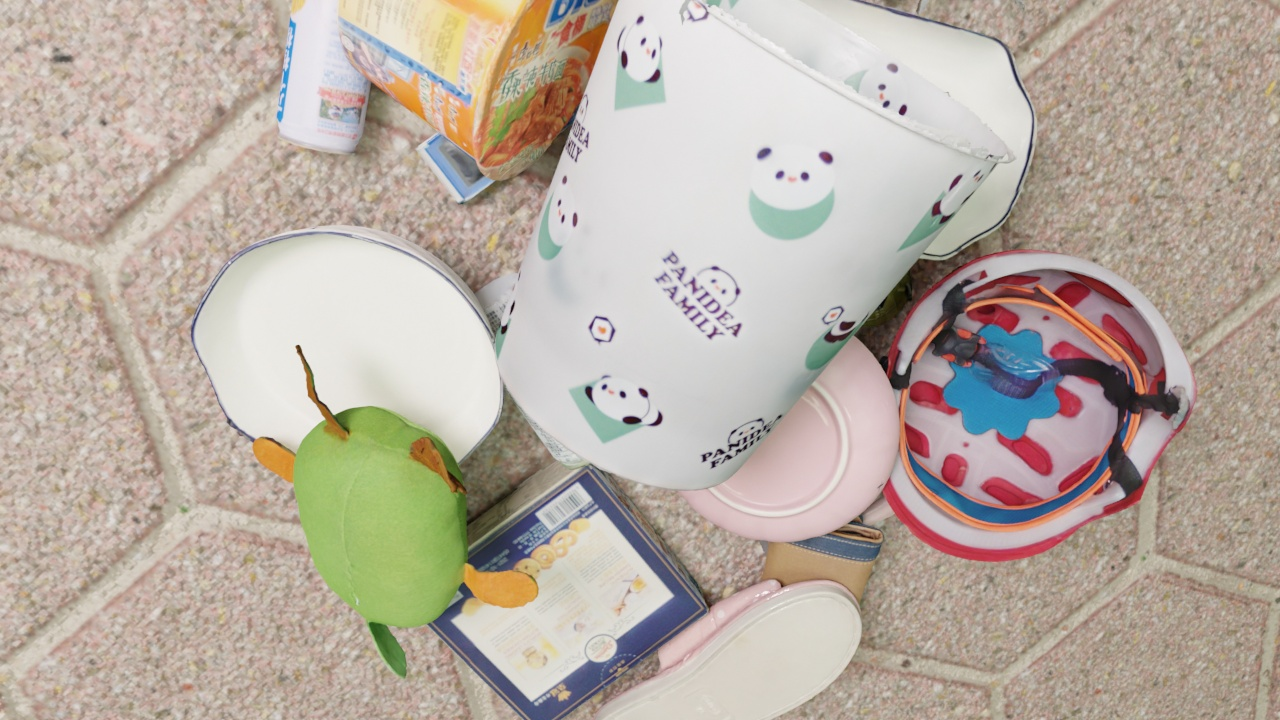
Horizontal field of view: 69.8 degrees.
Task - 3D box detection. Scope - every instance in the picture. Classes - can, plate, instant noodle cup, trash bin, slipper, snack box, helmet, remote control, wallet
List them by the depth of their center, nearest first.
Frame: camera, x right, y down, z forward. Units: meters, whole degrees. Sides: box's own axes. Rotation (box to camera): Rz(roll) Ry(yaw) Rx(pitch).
[{"bbox_3d":[0.043,-0.074,0.542,0.229,0.229,0.252,20,120,-19],"label":"trash bin"},{"bbox_3d":[-0.097,-0.200,0.545,0.111,0.151,0.151,32,100,8],"label":"instant noodle cup"},{"bbox_3d":[-0.193,-0.201,0.576,0.053,0.053,0.135,10,106,-17],"label":"can"},{"bbox_3d":[-0.190,-0.003,0.619,0.205,0.045,0.205,2,126,3],"label":"plate"},{"bbox_3d":[-0.090,-0.163,0.631,0.125,0.024,0.049,-36,113,-1],"label":"remote control"},{"bbox_3d":[0.146,-0.168,0.654,0.265,0.034,0.162,12,98,-5],"label":"plate"},{"bbox_3d":[-0.073,0.009,0.677,0.058,0.058,0.147,-33,113,-1],"label":"can"},{"bbox_3d":[0.098,0.056,0.698,0.192,0.039,0.192,5,107,15],"label":"plate"},{"bbox_3d":[0.291,0.026,0.722,0.207,0.143,0.240,29,112,8],"label":"helmet"},{"bbox_3d":[-0.066,0.189,0.750,0.178,0.045,0.182,-36,113,1],"label":"snack box"},{"bbox_3d":[0.149,0.176,0.778,0.090,0.033,0.115,12,124,10],"label":"wallet"},{"bbox_3d":[0.071,0.272,0.802,0.275,0.054,0.114,-39,109,16],"label":"slipper"}]

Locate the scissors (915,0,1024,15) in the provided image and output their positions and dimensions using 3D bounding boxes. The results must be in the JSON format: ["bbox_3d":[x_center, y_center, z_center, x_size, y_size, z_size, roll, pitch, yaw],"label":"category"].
[{"bbox_3d":[0.217,-0.319,0.631,0.159,0.014,0.178,25,84,-10],"label":"scissors"}]

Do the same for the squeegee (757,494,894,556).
[{"bbox_3d":[0.220,0.115,0.797,0.249,0.040,0.248,-28,113,-4],"label":"squeegee"}]

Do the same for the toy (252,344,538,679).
[{"bbox_3d":[-0.169,0.103,0.610,0.227,0.089,0.247,28,136,15],"label":"toy"}]

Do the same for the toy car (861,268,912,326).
[{"bbox_3d":[0.163,-0.100,0.707,0.070,0.042,0.158,-25,110,-5],"label":"toy car"}]
